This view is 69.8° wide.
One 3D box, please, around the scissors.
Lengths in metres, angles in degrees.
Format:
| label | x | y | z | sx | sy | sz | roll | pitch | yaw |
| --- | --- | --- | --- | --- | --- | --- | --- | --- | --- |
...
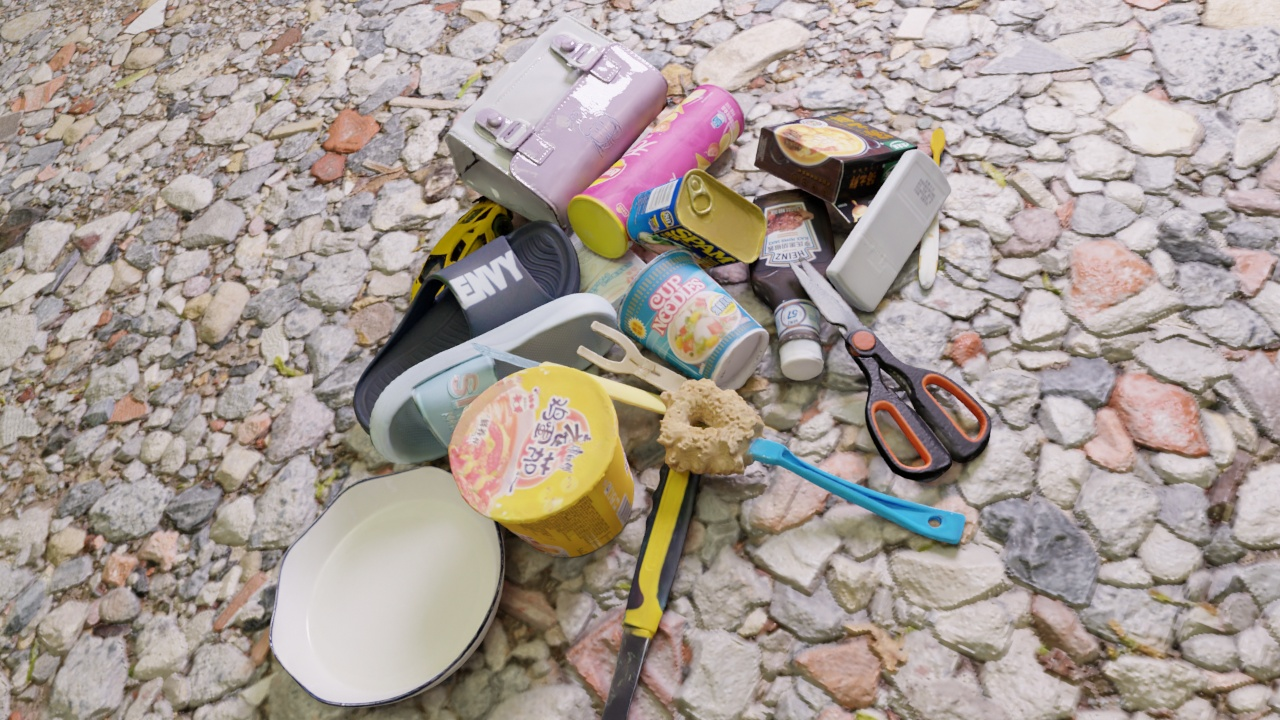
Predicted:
| label | x | y | z | sx | sy | sz | roll | pitch | yaw |
| --- | --- | --- | --- | --- | --- | --- | --- | --- | --- |
| scissors | 0.204 | -0.008 | 0.762 | 0.142 | 0.022 | 0.234 | -8 | 61 | -1 |

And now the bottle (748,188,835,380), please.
| label | x | y | z | sx | sy | sz | roll | pitch | yaw |
| --- | --- | --- | --- | --- | --- | --- | --- | --- | --- |
| bottle | 0.140 | -0.072 | 0.835 | 0.080 | 0.044 | 0.194 | -6 | 56 | 12 |

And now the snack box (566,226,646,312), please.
| label | x | y | z | sx | sy | sz | roll | pitch | yaw |
| --- | --- | --- | --- | --- | --- | --- | --- | --- | --- |
| snack box | -0.060 | -0.099 | 0.927 | 0.084 | 0.027 | 0.157 | -37 | 53 | -10 |

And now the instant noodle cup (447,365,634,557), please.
| label | x | y | z | sx | sy | sz | roll | pitch | yaw |
| --- | --- | --- | --- | --- | --- | --- | --- | --- | --- |
| instant noodle cup | -0.070 | 0.089 | 0.748 | 0.138 | 0.110 | 0.137 | -8 | 55 | 12 |

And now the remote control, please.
| label | x | y | z | sx | sy | sz | roll | pitch | yaw |
| --- | --- | --- | --- | --- | --- | --- | --- | --- | --- |
| remote control | 0.222 | -0.117 | 0.820 | 0.150 | 0.058 | 0.021 | -55 | 25 | -12 |

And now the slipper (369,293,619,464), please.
| label | x | y | z | sx | sy | sz | roll | pitch | yaw |
| --- | --- | --- | --- | --- | --- | --- | --- | --- | --- |
| slipper | -0.119 | 0.026 | 0.818 | 0.245 | 0.104 | 0.074 | -30 | 54 | -12 |

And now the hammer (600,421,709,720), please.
| label | x | y | z | sx | sy | sz | roll | pitch | yaw |
| --- | --- | --- | --- | --- | --- | --- | --- | --- | --- |
| hammer | 0.006 | 0.191 | 0.703 | 0.126 | 0.032 | 0.322 | 5 | 58 | 21 |

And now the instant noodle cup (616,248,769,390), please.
| label | x | y | z | sx | sy | sz | roll | pitch | yaw |
| --- | --- | --- | --- | --- | --- | --- | --- | --- | --- |
| instant noodle cup | 0.051 | -0.029 | 0.807 | 0.099 | 0.099 | 0.110 | -43 | 62 | -13 |

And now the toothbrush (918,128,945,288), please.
| label | x | y | z | sx | sy | sz | roll | pitch | yaw |
| --- | --- | --- | --- | --- | --- | --- | --- | --- | --- |
| toothbrush | 0.274 | -0.144 | 0.859 | 0.016 | 0.018 | 0.191 | 2 | 59 | 21 |

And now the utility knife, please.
| label | x | y | z | sx | sy | sz | roll | pitch | yaw |
| --- | --- | --- | --- | --- | --- | --- | --- | --- | --- |
| utility knife | -0.042 | 0.017 | 0.777 | 0.210 | 0.022 | 0.031 | 22 | 18 | -12 |

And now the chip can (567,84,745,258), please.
| label | x | y | z | sx | sy | sz | roll | pitch | yaw |
| --- | --- | --- | --- | --- | --- | --- | --- | --- | --- |
| chip can | 0.019 | -0.194 | 0.921 | 0.071 | 0.071 | 0.210 | 25 | 58 | 30 |

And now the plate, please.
| label | x | y | z | sx | sy | sz | roll | pitch | yaw |
| --- | --- | --- | --- | --- | --- | --- | --- | --- | --- |
| plate | -0.205 | 0.188 | 0.764 | 0.205 | 0.045 | 0.204 | -8 | 55 | 11 |

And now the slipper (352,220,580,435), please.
| label | x | y | z | sx | sy | sz | roll | pitch | yaw |
| --- | --- | --- | --- | --- | --- | --- | --- | --- | --- |
| slipper | -0.166 | -0.028 | 0.853 | 0.268 | 0.083 | 0.110 | -43 | 74 | -2 |

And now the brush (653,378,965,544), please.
| label | x | y | z | sx | sy | sz | roll | pitch | yaw |
| --- | --- | --- | --- | --- | --- | --- | --- | --- | --- |
| brush | 0.126 | 0.084 | 0.719 | 0.255 | 0.046 | 0.083 | 21 | 56 | 14 |

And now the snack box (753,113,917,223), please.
| label | x | y | z | sx | sy | sz | roll | pitch | yaw |
| --- | --- | --- | --- | --- | --- | --- | --- | --- | --- |
| snack box | 0.191 | -0.186 | 0.866 | 0.113 | 0.053 | 0.126 | -20 | 40 | -35 |

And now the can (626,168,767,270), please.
| label | x | y | z | sx | sy | sz | roll | pitch | yaw |
| --- | --- | --- | --- | --- | --- | --- | --- | --- | --- |
| can | 0.050 | -0.124 | 0.842 | 0.083 | 0.102 | 0.057 | -7 | 62 | 55 |

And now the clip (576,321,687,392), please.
| label | x | y | z | sx | sy | sz | roll | pitch | yaw |
| --- | --- | --- | --- | --- | --- | --- | --- | --- | --- |
| clip | -0.005 | 0.004 | 0.799 | 0.100 | 0.071 | 0.034 | 30 | 86 | 0 |

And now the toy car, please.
| label | x | y | z | sx | sy | sz | roll | pitch | yaw |
| --- | --- | --- | --- | --- | --- | --- | --- | --- | --- |
| toy car | -0.189 | -0.109 | 0.955 | 0.071 | 0.041 | 0.155 | 7 | 58 | 50 |

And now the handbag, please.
| label | x | y | z | sx | sy | sz | roll | pitch | yaw |
| --- | --- | --- | --- | --- | --- | --- | --- | --- | --- |
| handbag | -0.081 | -0.242 | 0.935 | 0.145 | 0.098 | 0.196 | 33 | 70 | 12 |
